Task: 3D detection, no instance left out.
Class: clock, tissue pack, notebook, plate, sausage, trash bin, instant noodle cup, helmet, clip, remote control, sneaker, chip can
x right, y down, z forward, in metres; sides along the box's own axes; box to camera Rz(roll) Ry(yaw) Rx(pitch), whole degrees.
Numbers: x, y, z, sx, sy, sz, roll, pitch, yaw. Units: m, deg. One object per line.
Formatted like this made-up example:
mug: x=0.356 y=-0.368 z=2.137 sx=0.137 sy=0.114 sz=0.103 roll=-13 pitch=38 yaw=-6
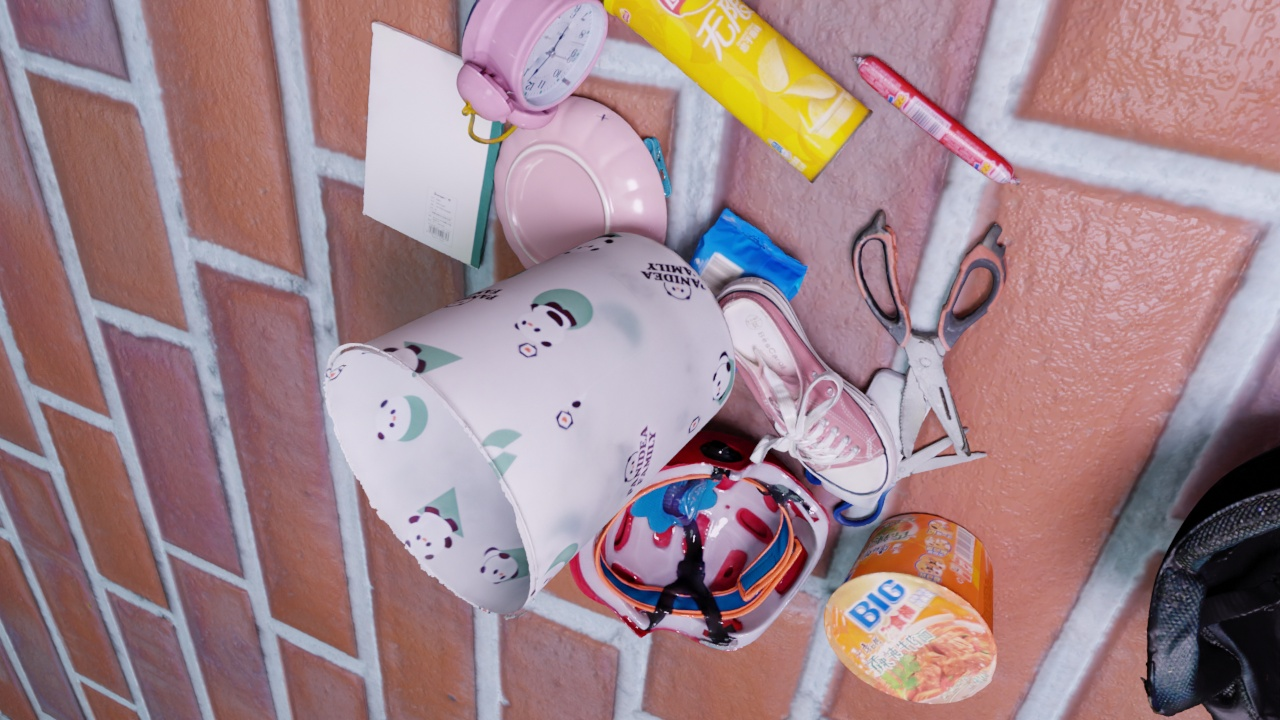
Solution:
clock: x=-0.091 y=-0.243 z=0.737 sx=0.060 sy=0.117 sz=0.159 roll=43 pitch=110 yaw=13
tissue pack: x=0.076 y=-0.053 z=0.820 sx=0.095 sy=0.052 sz=0.158 roll=37 pitch=130 yaw=6
notebook: x=-0.207 y=-0.206 z=0.904 sx=0.150 sy=0.012 sz=0.210 roll=27 pitch=128 yaw=12
plate: x=-0.066 y=-0.139 z=0.830 sx=0.193 sy=0.038 sz=0.193 roll=17 pitch=121 yaw=31
sausage: x=0.220 y=-0.178 z=0.685 sx=0.156 sy=0.020 sz=0.020 roll=39 pitch=130 yaw=2
trash bin: x=-0.073 y=0.031 z=0.719 sx=0.230 sy=0.251 sz=0.230 roll=29 pitch=137 yaw=30
instant noodle cup: x=0.259 y=0.223 z=0.854 sx=0.151 sy=0.111 sz=0.152 roll=14 pitch=124 yaw=21
helmet: x=0.494 y=0.181 z=0.625 sx=0.234 sy=0.229 sz=0.275 roll=-5 pitch=116 yaw=47
clip: x=0.013 y=-0.168 z=0.803 sx=0.013 sy=0.037 sz=0.055 roll=-3 pitch=106 yaw=29
remote control: x=0.214 y=0.073 z=0.833 sx=0.056 sy=0.020 sz=0.136 roll=28 pitch=119 yaw=14
helmet: x=0.044 y=0.152 z=0.882 sx=0.240 sy=0.143 sz=0.207 roll=19 pitch=112 yaw=-17
sneaker: x=0.135 y=0.042 z=0.771 sx=0.118 sy=0.087 sz=0.241 roll=-24 pitch=115 yaw=32
chip can: x=0.074 y=-0.230 z=0.700 sx=0.213 sy=0.071 sz=0.072 roll=40 pitch=130 yaw=-1

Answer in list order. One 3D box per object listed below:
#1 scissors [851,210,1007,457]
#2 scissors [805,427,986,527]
scissors: x=0.238 y=-0.022 z=0.761 sx=0.189 sy=0.015 sz=0.225 roll=37 pitch=123 yaw=7
scissors: x=0.229 y=0.098 z=0.857 sx=0.144 sy=0.012 sz=0.170 roll=29 pitch=126 yaw=11
